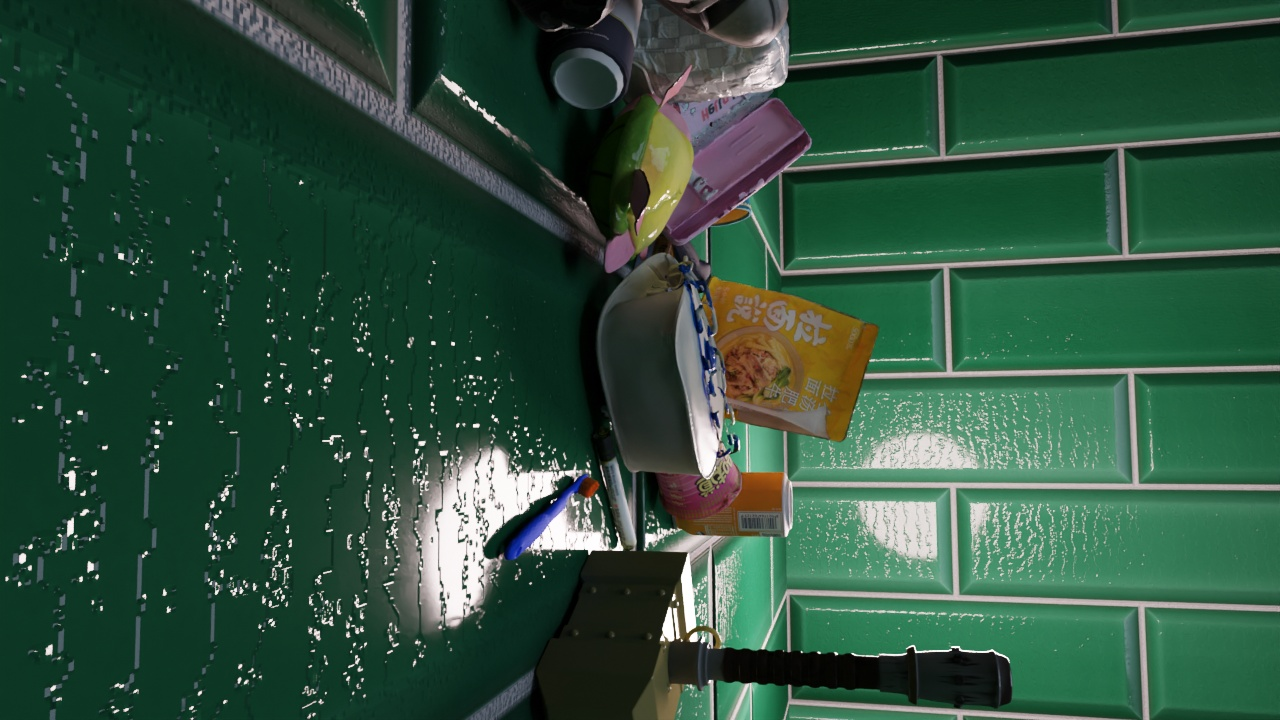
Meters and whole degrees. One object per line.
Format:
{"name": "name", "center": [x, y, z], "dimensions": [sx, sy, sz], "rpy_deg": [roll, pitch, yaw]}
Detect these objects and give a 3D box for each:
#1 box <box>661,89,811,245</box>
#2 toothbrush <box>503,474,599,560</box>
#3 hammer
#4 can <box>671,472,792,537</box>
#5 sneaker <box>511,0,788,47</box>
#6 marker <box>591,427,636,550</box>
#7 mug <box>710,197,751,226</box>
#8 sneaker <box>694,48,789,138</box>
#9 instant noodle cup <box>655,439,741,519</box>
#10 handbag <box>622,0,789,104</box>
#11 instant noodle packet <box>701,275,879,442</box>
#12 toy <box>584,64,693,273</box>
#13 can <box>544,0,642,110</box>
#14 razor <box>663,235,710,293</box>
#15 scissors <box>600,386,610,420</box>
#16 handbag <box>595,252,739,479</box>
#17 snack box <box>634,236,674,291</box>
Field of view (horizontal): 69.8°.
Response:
{"name": "box", "center": [0.077, -0.230, 0.976], "dimensions": [0.150, 0.201, 0.073], "rpy_deg": [58, -14, -23]}
{"name": "toothbrush", "center": [-0.062, 0.112, 0.667], "dimensions": [0.182, 0.018, 0.016], "rpy_deg": [-32, 145, -75]}
{"name": "hammer", "center": [0.105, 0.232, 0.692], "dimensions": [0.189, 0.325, 0.101], "rpy_deg": [-60, 146, -65]}
{"name": "can", "center": [0.115, 0.178, 1.138], "dimensions": [0.079, 0.142, 0.079], "rpy_deg": [-1, 89, -77]}
{"name": "sneaker", "center": [0.004, -0.269, 0.648], "dimensions": [0.234, 0.095, 0.119], "rpy_deg": [27, 62, -33]}
{"name": "marker", "center": [-0.023, 0.120, 0.838], "dimensions": [0.017, 0.017, 0.147], "rpy_deg": [-74, 159, -51]}
{"name": "mug", "center": [0.098, -0.251, 1.279], "dimensions": [0.112, 0.085, 0.104], "rpy_deg": [5, 77, -48]}
{"name": "sneaker", "center": [0.084, -0.319, 1.026], "dimensions": [0.101, 0.142, 0.238], "rpy_deg": [51, -18, 50]}
{"name": "instant noodle cup", "center": [0.051, 0.103, 1.009], "dimensions": [0.097, 0.098, 0.109], "rpy_deg": [-76, 152, -47]}
{"name": "handbag", "center": [0.054, -0.307, 0.863], "dimensions": [0.112, 0.172, 0.123], "rpy_deg": [49, 41, -69]}
{"name": "instant noodle packet", "center": [0.166, 0.000, 1.137], "dimensions": [0.084, 0.222, 0.162], "rpy_deg": [62, 46, -60]}
{"name": "toy", "center": [0.000, -0.165, 0.800], "dimensions": [0.237, 0.088, 0.190], "rpy_deg": [-77, 177, -49]}
{"name": "can", "center": [-0.034, -0.259, 0.720], "dimensions": [0.064, 0.064, 0.127], "rpy_deg": [70, 23, -54]}
{"name": "razor", "center": [0.057, -0.124, 1.152], "dimensions": [0.052, 0.047, 0.143], "rpy_deg": [-62, 156, -13]}
{"name": "scissors", "center": [-0.015, 0.051, 0.890], "dimensions": [0.176, 0.033, 0.078], "rpy_deg": [66, 29, -67]}
{"name": "handbag", "center": [0.043, -0.003, 0.852], "dimensions": [0.199, 0.093, 0.201], "rpy_deg": [-64, 147, -50]}
{"name": "snack box", "center": [0.025, -0.032, 1.020], "dimensions": [0.100, 0.032, 0.186], "rpy_deg": [-77, 160, -47]}
